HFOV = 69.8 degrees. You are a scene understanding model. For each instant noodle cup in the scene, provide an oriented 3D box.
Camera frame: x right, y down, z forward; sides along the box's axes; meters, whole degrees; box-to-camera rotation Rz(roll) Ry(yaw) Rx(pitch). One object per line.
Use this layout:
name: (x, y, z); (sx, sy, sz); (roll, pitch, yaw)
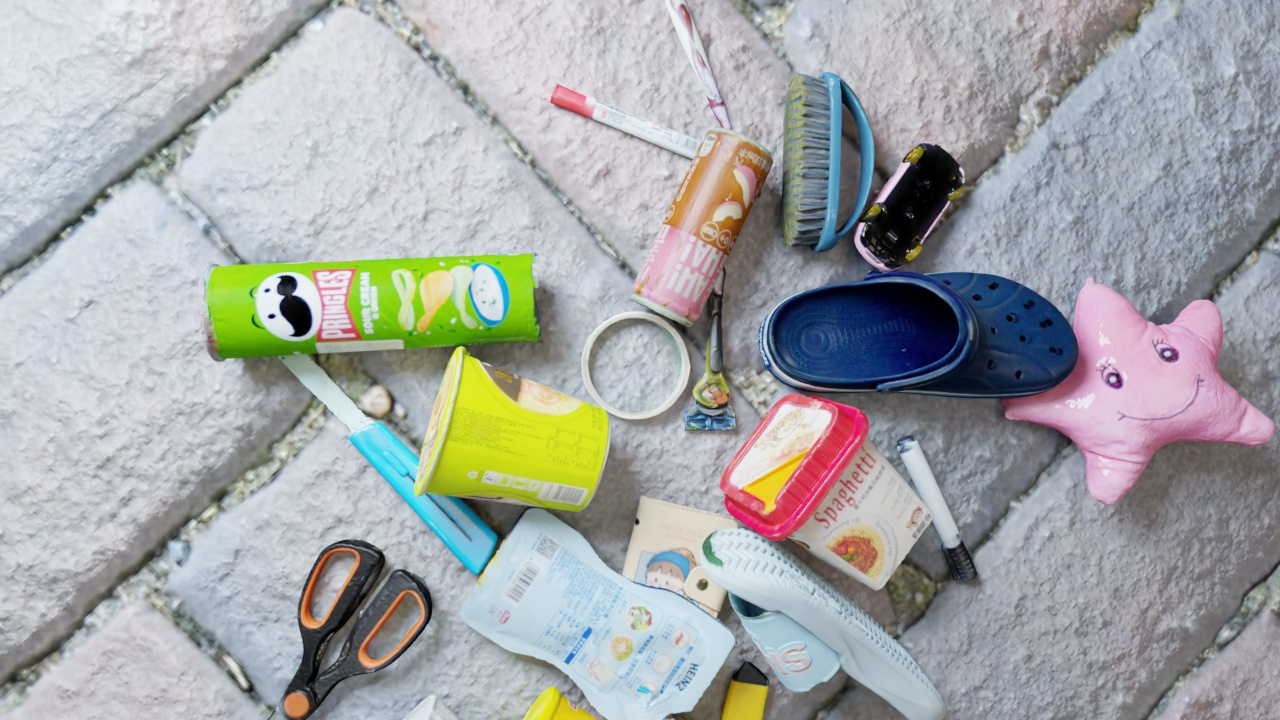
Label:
instant noodle cup: (0.146, 0.104, 0.706); (0.124, 0.117, 0.116); (39, 84, -17)
instant noodle cup: (-0.091, 0.059, 0.677); (0.123, 0.112, 0.111); (16, 87, -16)

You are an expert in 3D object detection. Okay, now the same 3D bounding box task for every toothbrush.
toothbrush: (0.059, -0.217, 0.741); (0.016, 0.017, 0.187); (-23, 93, -4)

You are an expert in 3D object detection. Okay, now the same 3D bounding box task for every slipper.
slipper: (0.133, 0.213, 0.703); (0.245, 0.104, 0.074); (39, 96, -16)
slipper: (0.221, -0.026, 0.717); (0.253, 0.095, 0.105); (0, 79, -3)

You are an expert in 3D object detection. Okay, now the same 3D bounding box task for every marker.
marker: (0.244, 0.123, 0.761); (0.022, 0.018, 0.130); (-26, 93, 2)
marker: (-0.002, -0.186, 0.732); (0.145, 0.017, 0.017); (20, 86, -7)

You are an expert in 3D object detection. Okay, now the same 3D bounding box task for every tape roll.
tape roll: (-0.004, 0.004, 0.730); (0.085, 0.014, 0.086); (0, 89, -8)

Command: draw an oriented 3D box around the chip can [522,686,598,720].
chip can: (0.000, 0.334, 0.689); (0.213, 0.072, 0.072); (34, 84, -2)

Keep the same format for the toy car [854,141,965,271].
toy car: (0.219, -0.125, 0.754); (0.056, 0.037, 0.122); (42, 71, -8)

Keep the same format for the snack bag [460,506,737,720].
snack bag: (-0.033, 0.202, 0.696); (0.191, 0.039, 0.110); (32, 84, 2)

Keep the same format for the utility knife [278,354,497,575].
utility knife: (-0.193, 0.074, 0.702); (0.034, 0.018, 0.225); (-44, 93, -6)

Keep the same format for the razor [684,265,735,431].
razor: (0.059, -0.014, 0.736); (0.042, 0.022, 0.142); (2, 88, -10)

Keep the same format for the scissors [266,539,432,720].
scissors: (-0.259, 0.236, 0.691); (0.234, 0.022, 0.152); (-34, 87, -3)

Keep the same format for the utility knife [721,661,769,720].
utility knife: (0.075, 0.318, 0.735); (0.033, 0.015, 0.156); (11, 88, -1)

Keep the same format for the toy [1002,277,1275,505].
toy: (0.396, 0.017, 0.756); (0.194, 0.074, 0.178); (-21, 76, 4)

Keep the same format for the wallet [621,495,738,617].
wallet: (0.029, 0.172, 0.728); (0.087, 0.024, 0.115); (14, 86, -3)

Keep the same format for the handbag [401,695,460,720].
handbag: (-0.143, 0.370, 0.667); (0.145, 0.098, 0.197); (-41, 94, -1)

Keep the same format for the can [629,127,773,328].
can: (0.047, -0.102, 0.709); (0.058, 0.058, 0.147); (25, 93, -7)

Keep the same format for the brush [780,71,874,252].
brush: (0.150, -0.158, 0.733); (0.073, 0.055, 0.144); (1, 88, -8)

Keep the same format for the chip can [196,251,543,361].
chip can: (-0.191, -0.041, 0.676); (0.236, 0.072, 0.072); (-3, 89, -9)
